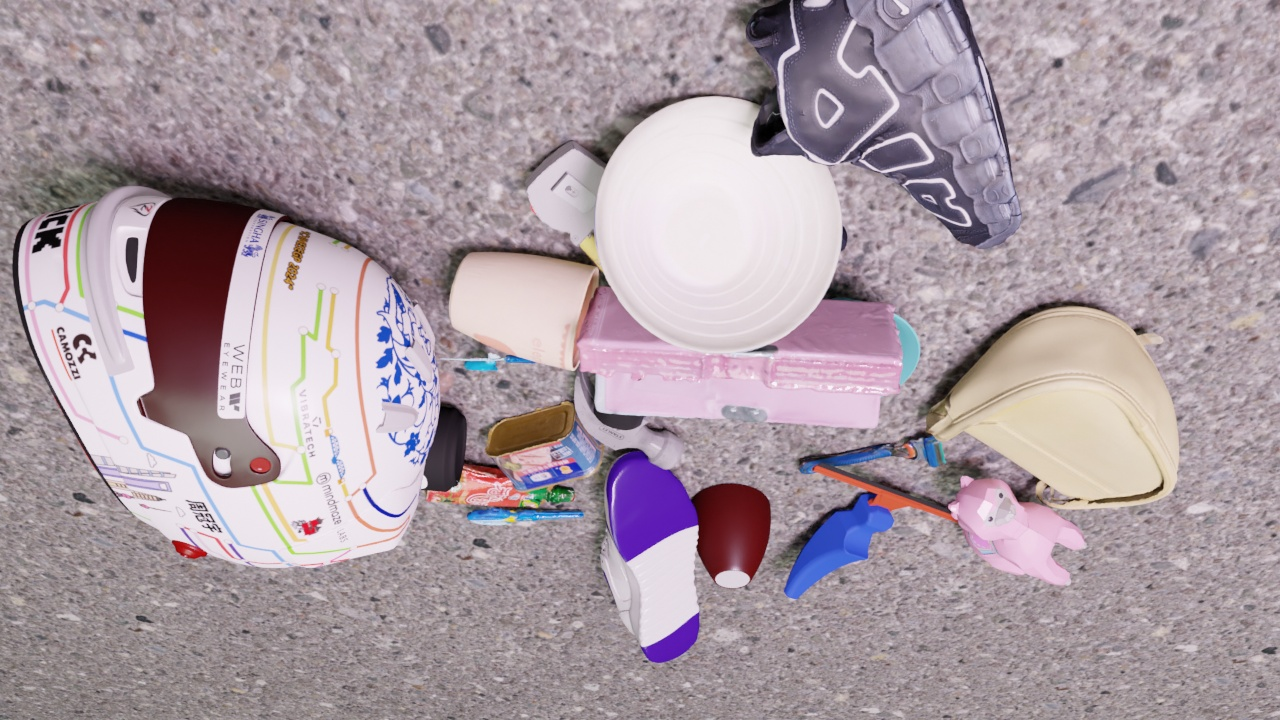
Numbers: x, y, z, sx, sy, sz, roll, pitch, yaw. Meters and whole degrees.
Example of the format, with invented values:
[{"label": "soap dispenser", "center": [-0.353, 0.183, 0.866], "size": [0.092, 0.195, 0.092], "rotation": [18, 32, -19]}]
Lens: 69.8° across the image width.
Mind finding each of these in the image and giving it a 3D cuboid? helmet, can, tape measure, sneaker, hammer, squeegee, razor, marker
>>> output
[{"label": "helmet", "center": [-0.273, 0.013, 0.689], "size": [0.236, 0.230, 0.315], "rotation": [-9, 127, -3]}, {"label": "can", "center": [-0.092, 0.083, 0.884], "size": [0.100, 0.053, 0.059], "rotation": [-16, 132, 19]}, {"label": "tape measure", "center": [-0.049, -0.123, 0.672], "size": [0.062, 0.020, 0.060], "rotation": [35, 111, -28]}, {"label": "sneaker", "center": [0.151, -0.149, 0.598], "size": [0.151, 0.097, 0.252], "rotation": [-17, 133, 28]}, {"label": "hammer", "center": [0.057, -0.016, 0.784], "size": [0.139, 0.035, 0.314], "rotation": [29, 131, -21]}, {"label": "squeegee", "center": [0.216, 0.192, 0.979], "size": [0.249, 0.055, 0.185], "rotation": [21, 120, -30]}, {"label": "razor", "center": [0.224, 0.093, 0.902], "size": [0.141, 0.018, 0.044], "rotation": [-10, 133, 19]}, {"label": "marker", "center": [-0.030, -0.081, 0.733], "size": [0.014, 0.014, 0.132], "rotation": [-23, 131, 25]}, {"label": "sneaker", "center": [0.000, 0.193, 0.978], "size": [0.091, 0.111, 0.244], "rotation": [-16, 113, -20]}, {"label": "can", "center": [-0.243, 0.079, 0.868], "size": [0.146, 0.080, 0.080], "rotation": [6, 137, -3]}]

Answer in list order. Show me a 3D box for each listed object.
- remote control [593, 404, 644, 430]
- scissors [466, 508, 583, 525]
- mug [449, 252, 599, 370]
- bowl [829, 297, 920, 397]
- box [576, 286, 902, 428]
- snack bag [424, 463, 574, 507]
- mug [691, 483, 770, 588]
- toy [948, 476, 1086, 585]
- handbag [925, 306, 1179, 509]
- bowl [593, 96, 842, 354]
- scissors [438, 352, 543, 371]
[{"label": "remote control", "center": [-0.005, 0.005, 0.776], "size": [0.045, 0.021, 0.141], "rotation": [15, 131, -4]}, {"label": "scissors", "center": [-0.125, 0.169, 0.998], "size": [0.126, 0.023, 0.061], "rotation": [3, 158, -1]}, {"label": "mug", "center": [-0.092, -0.040, 0.741], "size": [0.104, 0.085, 0.111], "rotation": [14, 166, 3]}, {"label": "bowl", "center": [0.167, -0.018, 0.765], "size": [0.121, 0.046, 0.121], "rotation": [2, 137, 1]}, {"label": "box", "center": [0.074, 0.015, 0.702], "size": [0.233, 0.099, 0.113], "rotation": [3, 123, 6]}, {"label": "snack bag", "center": [-0.144, 0.132, 0.956], "size": [0.155, 0.044, 0.087], "rotation": [9, 150, -15]}, {"label": "mug", "center": [0.097, 0.199, 0.970], "size": [0.087, 0.088, 0.114], "rotation": [-6, 136, 9]}, {"label": "toy", "center": [0.359, 0.164, 0.907], "size": [0.157, 0.067, 0.123], "rotation": [31, 170, -16]}, {"label": "handbag", "center": [0.378, 0.052, 0.811], "size": [0.232, 0.088, 0.191], "rotation": [30, 146, -26]}, {"label": "bowl", "center": [0.050, -0.092, 0.652], "size": [0.176, 0.176, 0.058], "rotation": [14, 177, -12]}, {"label": "scissors", "center": [-0.113, -0.003, 0.780], "size": [0.115, 0.014, 0.130], "rotation": [-4, 174, -5]}]
